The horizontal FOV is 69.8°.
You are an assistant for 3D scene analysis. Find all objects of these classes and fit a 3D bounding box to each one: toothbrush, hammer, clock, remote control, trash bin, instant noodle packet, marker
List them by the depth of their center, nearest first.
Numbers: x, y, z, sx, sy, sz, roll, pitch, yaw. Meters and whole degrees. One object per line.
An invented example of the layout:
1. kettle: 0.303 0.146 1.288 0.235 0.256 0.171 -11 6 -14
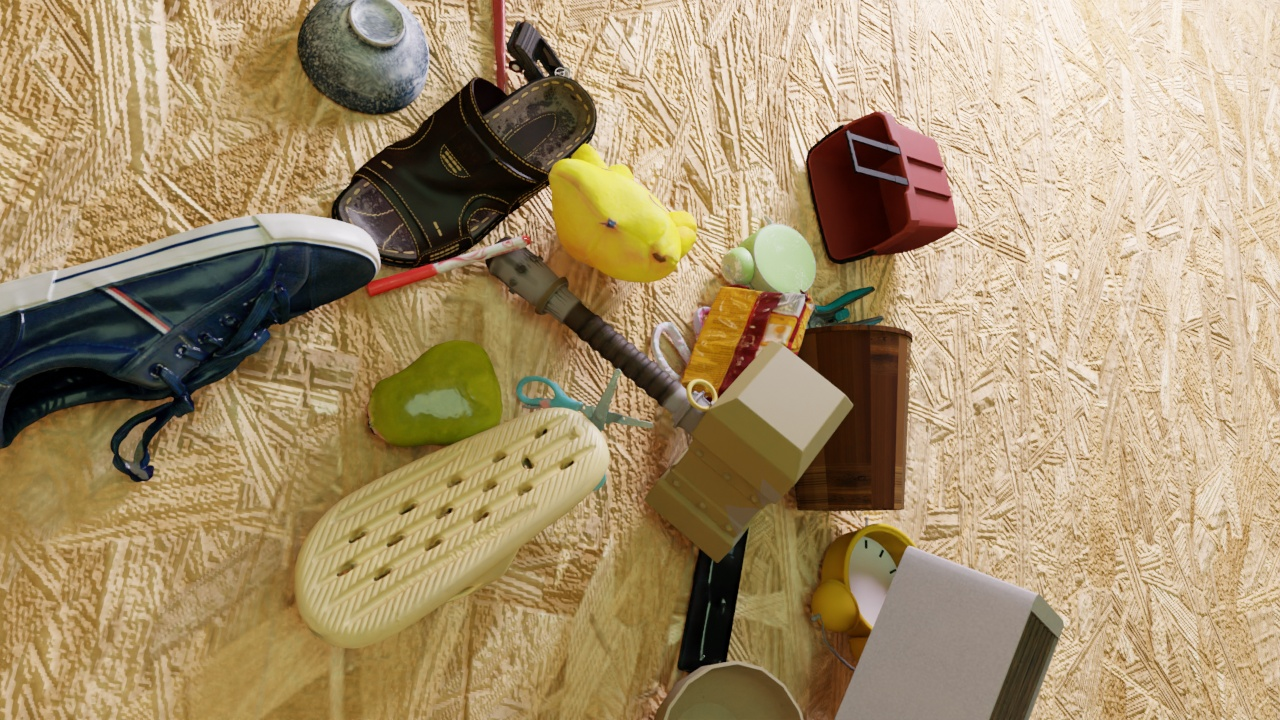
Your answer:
1. marker: -0.161 -0.082 0.775 0.142 0.013 0.013 -19 84 -11
2. hammer: -0.005 0.005 0.792 0.325 0.191 0.100 40 52 9
3. trash bin: 0.261 0.300 0.801 0.114 0.115 0.228 38 74 -47
4. remote control: 0.071 0.210 0.835 0.047 0.022 0.150 22 66 -21
5. instant noodle packet: 0.101 -0.014 0.862 0.039 0.099 0.135 49 59 -52
6. toothbrush: -0.137 -0.286 0.878 0.016 0.016 0.189 4 73 -23
7. clock: 0.225 0.230 0.897 0.113 0.052 0.151 45 55 -10
8. clock: 0.134 -0.094 0.951 0.094 0.043 0.119 44 60 -9

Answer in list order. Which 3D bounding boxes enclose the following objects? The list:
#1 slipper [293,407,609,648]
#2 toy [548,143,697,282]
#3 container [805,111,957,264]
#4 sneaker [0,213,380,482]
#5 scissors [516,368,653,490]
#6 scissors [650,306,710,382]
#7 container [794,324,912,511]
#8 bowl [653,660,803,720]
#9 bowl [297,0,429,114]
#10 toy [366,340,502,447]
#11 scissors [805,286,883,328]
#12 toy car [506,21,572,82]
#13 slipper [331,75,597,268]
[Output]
1. slipper: -0.141 0.126 0.714 0.260 0.079 0.111 -31 68 -25
2. toy: -0.023 -0.121 0.801 0.134 0.193 0.087 40 102 -2
3. container: 0.241 -0.186 0.986 0.200 0.127 0.148 -2 76 -39
4. sneaker: -0.314 -0.010 0.649 0.293 0.121 0.127 -22 74 -29
5. scissors: -0.048 0.060 0.780 0.015 0.135 0.134 -34 127 -48
6. scissors: 0.062 0.038 0.891 0.102 0.016 0.178 -12 84 -32
7. container: 0.201 0.061 0.896 0.132 0.132 0.167 6 78 -27
8. bowl: 0.067 0.334 0.778 0.152 0.051 0.152 8 72 -26
9. bowl: -0.234 -0.280 0.798 0.114 0.061 0.114 9 70 -27
10. toy: -0.168 0.030 0.745 0.109 0.051 0.090 -13 79 -28
11. scissors: 0.207 -0.049 0.988 0.127 0.019 0.141 33 69 -22
12. toy car: -0.091 -0.277 0.871 0.092 0.037 0.040 47 51 -47
13. slipper: -0.141 -0.174 0.795 0.267 0.076 0.113 -38 95 -23
